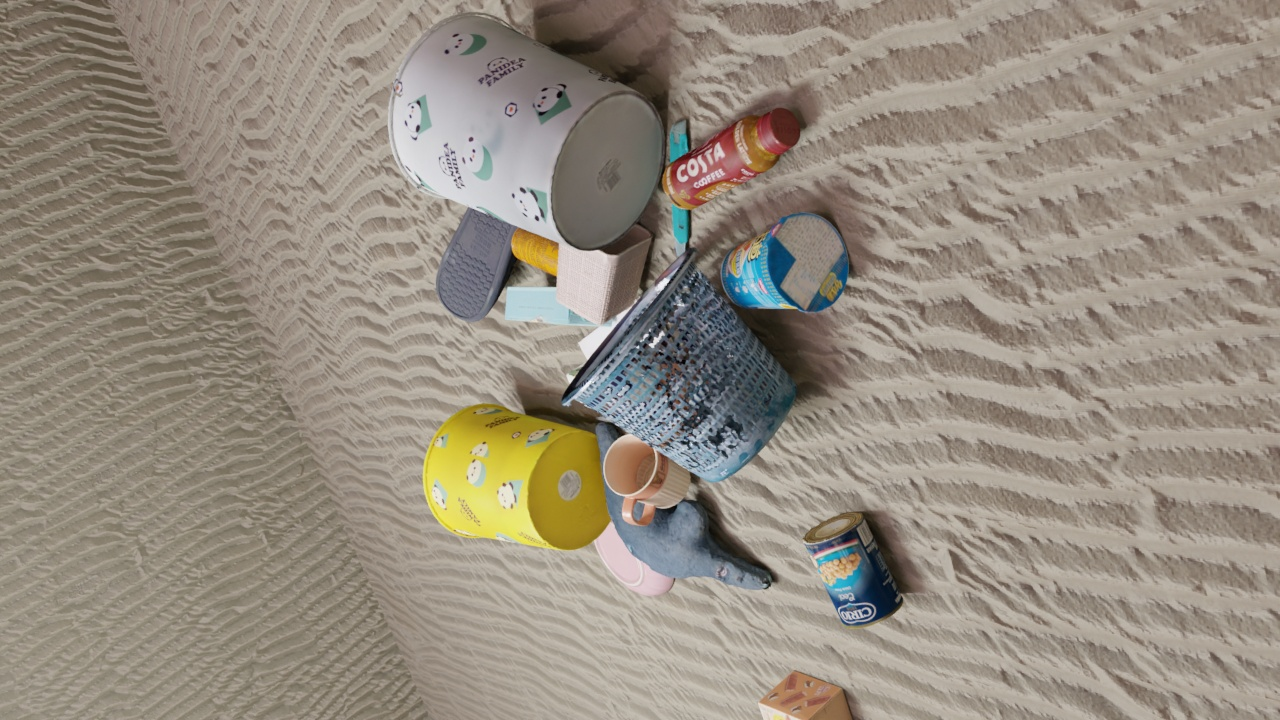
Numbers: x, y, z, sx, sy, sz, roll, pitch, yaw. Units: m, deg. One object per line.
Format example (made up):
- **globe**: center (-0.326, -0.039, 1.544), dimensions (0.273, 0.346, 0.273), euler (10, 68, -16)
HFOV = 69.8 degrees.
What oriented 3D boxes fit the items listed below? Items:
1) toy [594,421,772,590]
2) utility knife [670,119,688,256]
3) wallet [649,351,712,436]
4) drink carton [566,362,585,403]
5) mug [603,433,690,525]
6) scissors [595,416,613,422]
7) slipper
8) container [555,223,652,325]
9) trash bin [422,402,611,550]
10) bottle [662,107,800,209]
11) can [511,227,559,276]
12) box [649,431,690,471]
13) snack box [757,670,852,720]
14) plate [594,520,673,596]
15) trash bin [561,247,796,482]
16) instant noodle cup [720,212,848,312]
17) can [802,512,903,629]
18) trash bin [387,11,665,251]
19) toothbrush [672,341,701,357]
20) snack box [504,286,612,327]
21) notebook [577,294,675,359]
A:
- **toy**: center (0.035, 0.237, 1.325), dimensions (0.356, 0.091, 0.138), euler (38, 113, 30)
- **utility knife**: center (0.045, -0.192, 1.055), dimensions (0.029, 0.013, 0.175), euler (30, 136, 41)
- **wallet**: center (0.044, 0.049, 1.148), dimensions (0.124, 0.032, 0.101), euler (20, 107, 13)
- **drink carton**: center (-0.048, 0.035, 1.296), dimensions (0.123, 0.045, 0.053), euler (4, 124, 54)
- **mug**: center (0.008, 0.168, 1.245), dimensions (0.082, 0.106, 0.114), euler (3, 73, 32)
- **scissors**: center (-0.012, 0.089, 1.319), dimensions (0.163, 0.014, 0.165), euler (43, 149, 8)
- **slipper**: center (-0.222, -0.170, 1.390), dimensions (0.110, 0.083, 0.269), euler (41, 125, 16)
- **container**: center (-0.050, -0.115, 1.151), dimensions (0.090, 0.089, 0.111), euler (30, 130, 23)
- **trash bin**: center (-0.183, 0.192, 1.470), dimensions (0.256, 0.228, 0.230), euler (4, 116, 47)
- **bottle**: center (0.092, -0.207, 0.941), dimensions (0.175, 0.057, 0.057), euler (-18, 99, 57)
- **can**: center (-0.115, -0.147, 1.265), dimensions (0.146, 0.058, 0.058), euler (27, 133, 41)
- **box**: center (0.032, 0.089, 1.200), dimensions (0.163, 0.086, 0.076), euler (38, 160, 9)
- **snack box**: center (0.228, 0.492, 1.245), dimensions (0.095, 0.076, 0.093), euler (-1, 112, 54)
- **plate**: center (-0.024, 0.303, 1.486), dimensions (0.192, 0.038, 0.193), euler (33, 137, 37)
- **trash bin**: center (0.056, 0.021, 1.024), dimensions (0.195, 0.225, 0.227), euler (40, 147, -7)
- **instant noodle cup**: center (0.139, -0.093, 0.936), dimensions (0.110, 0.099, 0.099), euler (-5, 109, 64)
- **can**: center (0.241, 0.237, 1.045), dimensions (0.075, 0.075, 0.111), euler (-22, 94, 57)
- **trash bin**: center (-0.124, -0.257, 1.063), dimensions (0.252, 0.228, 0.230), euler (30, 136, 32)
- **toothbrush**: center (0.068, -0.015, 1.137), dimensions (0.181, 0.016, 0.016), euler (-21, 100, 51)
- **snack box**: center (-0.116, -0.076, 1.292), dimensions (0.175, 0.074, 0.051), euler (7, 93, 52)
- **notebook**: center (-0.008, 0.007, 1.273), dimensions (0.150, 0.012, 0.210), euler (60, 148, 1)
